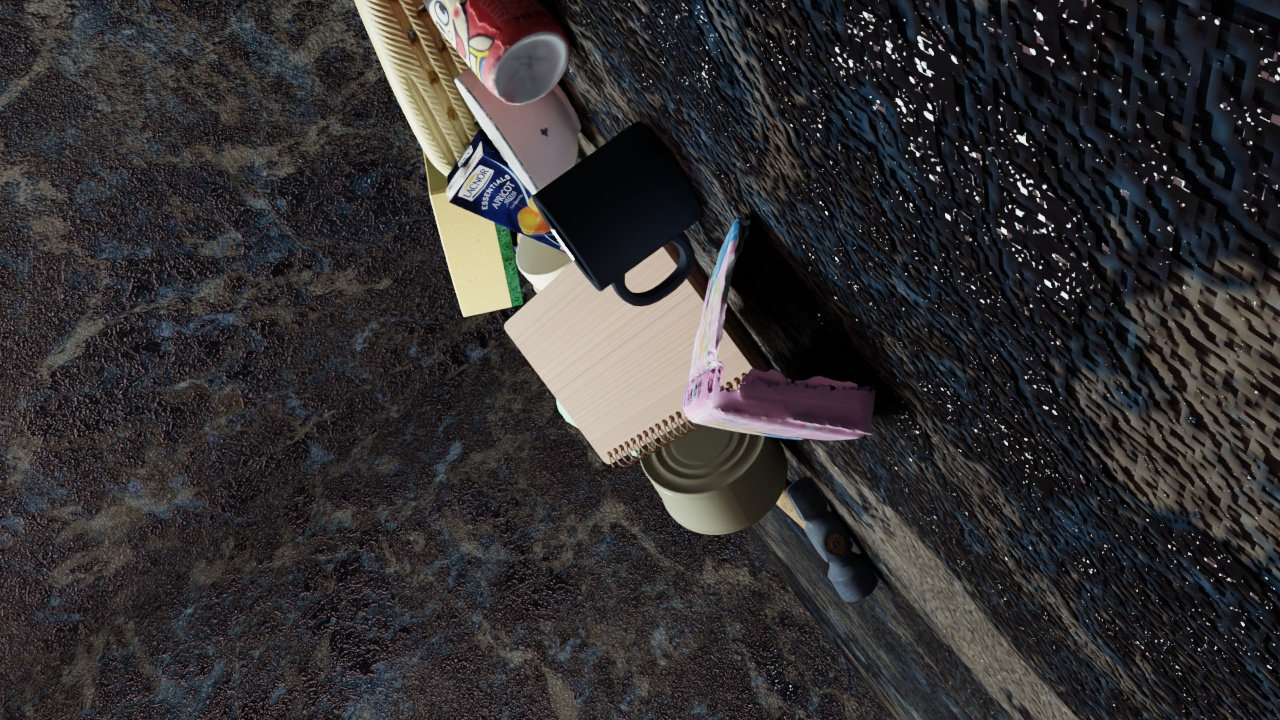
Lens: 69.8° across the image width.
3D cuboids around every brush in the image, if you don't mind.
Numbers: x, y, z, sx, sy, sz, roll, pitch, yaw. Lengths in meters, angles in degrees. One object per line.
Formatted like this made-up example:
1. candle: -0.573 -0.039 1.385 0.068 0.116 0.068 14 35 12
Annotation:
1. brush: -0.210 -0.203 1.115 0.195 0.075 0.249 87 168 -51

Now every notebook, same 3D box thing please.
1. notebook: -0.010 -0.008 0.756 0.169 0.022 0.211 53 137 -2

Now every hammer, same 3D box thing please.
1. hammer: 0.161 0.152 1.021 0.129 0.040 0.322 58 177 -10

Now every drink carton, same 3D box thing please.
1. drink carton: -0.104 -0.152 0.829 0.130 0.064 0.040 21 -141 -34

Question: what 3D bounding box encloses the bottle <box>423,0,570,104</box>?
1. bottle: -0.104 -0.228 0.580 0.137 0.062 0.062 51 176 21

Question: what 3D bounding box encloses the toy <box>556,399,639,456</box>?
1. toy: -0.005 0.005 0.922 0.120 0.221 0.171 12 107 36

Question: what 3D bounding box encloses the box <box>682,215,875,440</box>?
1. box: 0.079 -0.008 0.561 0.086 0.105 0.230 10 176 0

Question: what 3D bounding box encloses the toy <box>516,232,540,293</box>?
1. toy: -0.099 -0.148 1.020 0.108 0.105 0.134 133 123 -77

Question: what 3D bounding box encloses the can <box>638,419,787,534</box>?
1. can: 0.068 0.091 0.867 0.127 0.127 0.073 51 174 43

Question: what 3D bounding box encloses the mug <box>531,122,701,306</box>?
1. mug: -0.007 -0.081 0.569 0.105 0.077 0.071 56 176 -33

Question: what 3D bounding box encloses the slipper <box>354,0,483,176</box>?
1. slipper: -0.171 -0.259 0.787 0.079 0.111 0.262 48 170 36

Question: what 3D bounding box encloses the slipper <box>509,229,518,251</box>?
1. slipper: -0.135 -0.186 1.189 0.105 0.095 0.253 47 169 49

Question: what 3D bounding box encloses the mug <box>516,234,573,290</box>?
1. mug: -0.049 -0.099 0.926 0.120 0.096 0.099 -1 152 36

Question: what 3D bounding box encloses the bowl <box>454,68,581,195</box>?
1. bowl: -0.088 -0.190 0.723 0.113 0.063 0.113 54 177 4
